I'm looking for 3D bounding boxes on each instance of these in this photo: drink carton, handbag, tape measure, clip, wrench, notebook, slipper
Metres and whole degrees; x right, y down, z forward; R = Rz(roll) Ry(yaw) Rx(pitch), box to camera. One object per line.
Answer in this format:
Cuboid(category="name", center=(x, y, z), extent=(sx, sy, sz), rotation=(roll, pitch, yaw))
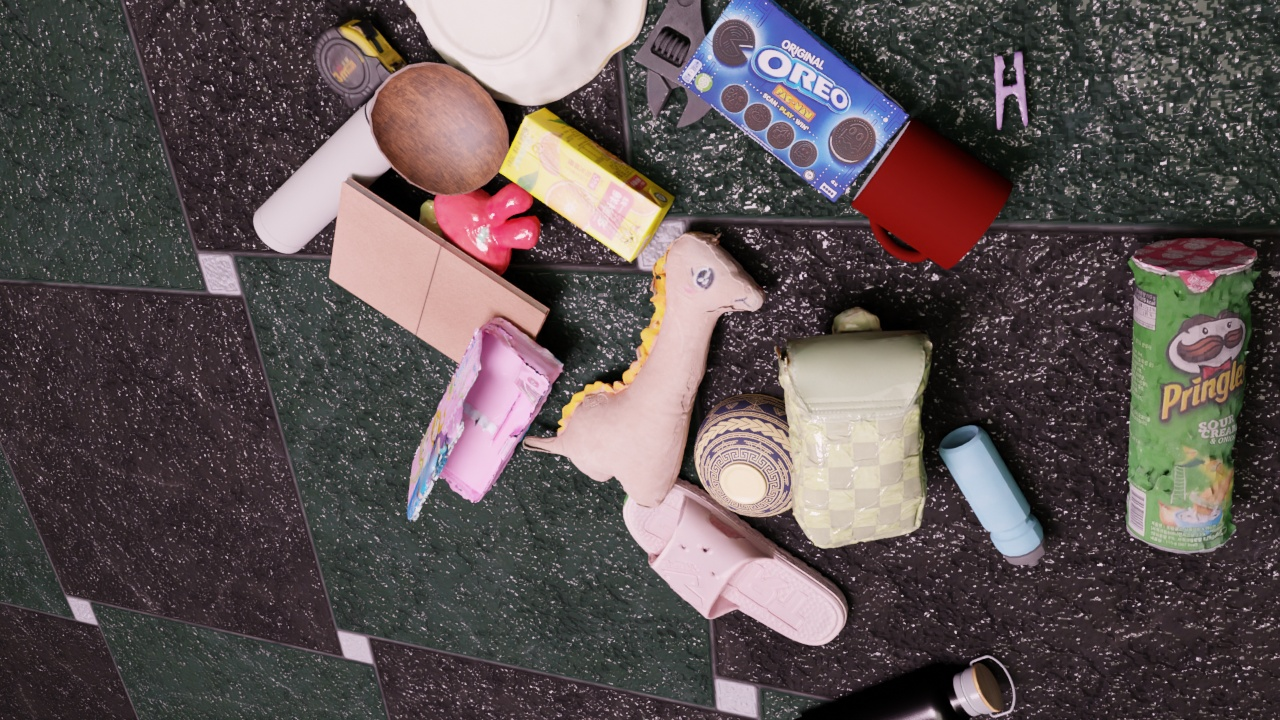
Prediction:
Cuboid(category="drink carton", center=(-0.044, -0.144, 0.754), extent=(0.134, 0.042, 0.059), rotation=(35, 122, 2))
Cuboid(category="handbag", center=(0.167, 0.051, 0.724), extent=(0.113, 0.116, 0.187), rotation=(-3, 114, 10))
Cuboid(category="tape measure", center=(-0.244, -0.257, 0.784), extent=(0.067, 0.038, 0.062), rotation=(-27, 111, 35))
Cuboid(category="clip", center=(0.257, -0.186, 0.629), extent=(0.036, 0.013, 0.053), rotation=(-17, 105, 27))
Cuboid(category="wrench", center=(0.038, -0.305, 0.657), extent=(0.073, 0.018, 0.274), rotation=(11, 117, 12))
Cuboid(category="notebook", center=(-0.191, -0.062, 0.844), extent=(0.209, 0.008, 0.142), rotation=(33, 141, 0))
Cuboid(category="slipper", center=(0.082, 0.201, 0.863), extent=(0.239, 0.064, 0.094), rotation=(32, 123, 3))

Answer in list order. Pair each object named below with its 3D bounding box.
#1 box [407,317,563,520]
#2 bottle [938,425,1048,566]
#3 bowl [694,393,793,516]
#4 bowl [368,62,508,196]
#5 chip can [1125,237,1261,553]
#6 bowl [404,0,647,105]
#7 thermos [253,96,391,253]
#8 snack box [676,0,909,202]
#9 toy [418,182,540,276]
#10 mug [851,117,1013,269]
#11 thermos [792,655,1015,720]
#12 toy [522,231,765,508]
Cuboid(category="box", center=(-0.163, 0.071, 0.856), extent=(0.085, 0.096, 0.231), rotation=(36, 134, 0))
Cuboid(category="bottle", center=(0.291, 0.115, 0.748), extent=(0.040, 0.040, 0.130), rotation=(-27, 102, 30))
Cuboid(category="bowl", center=(0.097, 0.093, 0.803), extent=(0.112, 0.061, 0.112), rotation=(9, 118, 18))
Cuboid(category="bowl", center=(-0.163, -0.191, 0.750), extent=(0.102, 0.026, 0.114), rotation=(-32, 124, 15))
Cuboid(category="chip can", center=(0.385, 0.030, 0.648), extent=(0.075, 0.075, 0.223), rotation=(-2, 115, 23))
Cuboid(category="bowl", center=(-0.107, -0.287, 0.699), extent=(0.219, 0.060, 0.189), rotation=(15, 120, 15))
Cuboid(category="thermos", center=(-0.266, -0.173, 0.824), extent=(0.225, 0.052, 0.052), rotation=(-30, 101, 31))
Cuboid(category="snack box", center=(0.111, -0.193, 0.665), extent=(0.150, 0.027, 0.082), rotation=(36, 116, -4))
Cuboid(category="toy", center=(-0.144, -0.115, 0.808), extent=(0.135, 0.045, 0.091), rotation=(-17, 110, 34))
Cuboid(category="mug", center=(0.200, -0.111, 0.662), extent=(0.082, 0.073, 0.106), rotation=(35, 152, 3))
Cuboid(category="thermos", center=(0.245, 0.336, 0.865), extent=(0.232, 0.061, 0.061), rotation=(-36, 98, 32))
Cuboid(category="toy", center=(-0.005, 0.005, 0.804), extent=(0.196, 0.065, 0.265), rotation=(19, 116, 18))
